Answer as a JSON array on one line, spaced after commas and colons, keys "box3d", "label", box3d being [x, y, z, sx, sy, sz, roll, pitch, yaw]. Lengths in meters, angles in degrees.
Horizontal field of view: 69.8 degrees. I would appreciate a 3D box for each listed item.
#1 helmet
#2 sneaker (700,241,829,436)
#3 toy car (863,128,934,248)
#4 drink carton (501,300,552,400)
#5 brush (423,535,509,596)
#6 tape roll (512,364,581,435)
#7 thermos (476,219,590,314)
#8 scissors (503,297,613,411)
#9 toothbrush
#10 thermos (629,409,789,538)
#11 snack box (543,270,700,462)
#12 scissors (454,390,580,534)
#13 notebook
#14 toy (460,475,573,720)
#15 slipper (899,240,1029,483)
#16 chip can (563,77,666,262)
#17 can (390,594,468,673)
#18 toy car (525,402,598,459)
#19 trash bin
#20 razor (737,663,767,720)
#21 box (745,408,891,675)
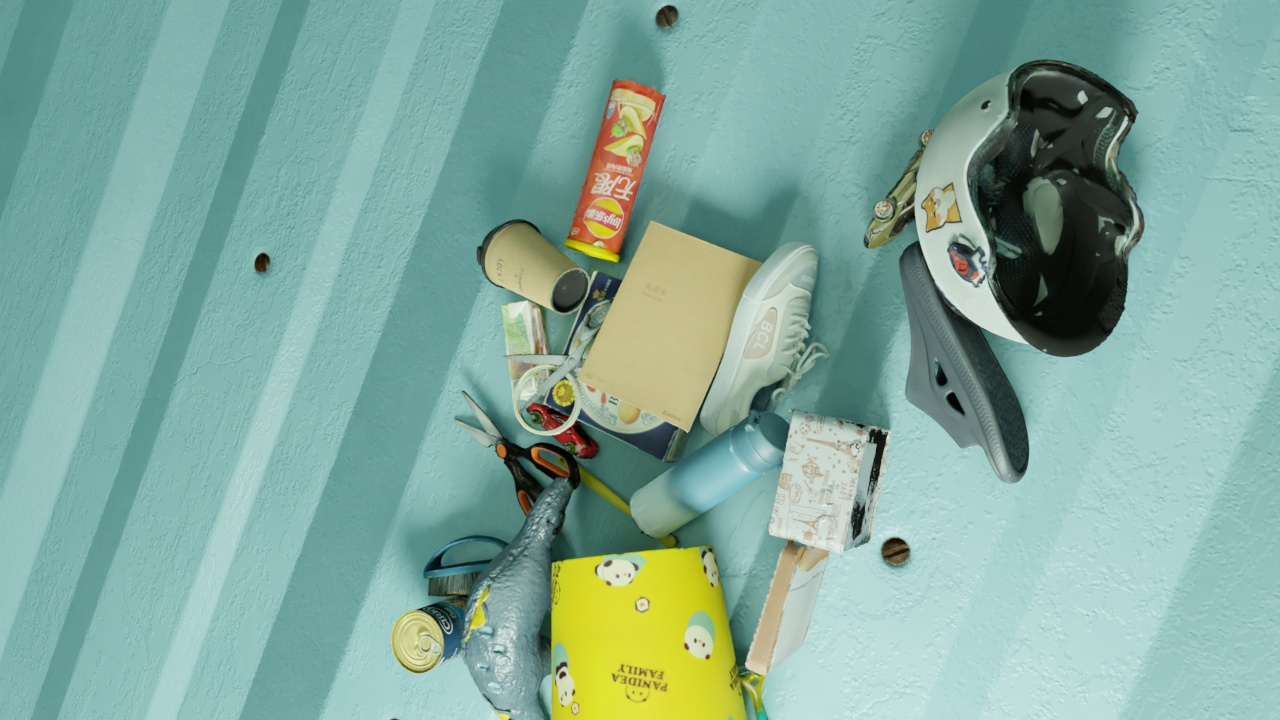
[{"box3d": [0.360, -0.145, 0.900, 0.157, 0.229, 0.274, 10, 112, 60], "label": "helmet"}, {"box3d": [0.153, -0.013, 1.021, 0.091, 0.089, 0.242, 29, 100, 38], "label": "sneaker"}, {"box3d": [0.295, -0.186, 0.992, 0.042, 0.070, 0.158, 38, 102, 20], "label": "toy car"}, {"box3d": [-0.142, -0.013, 1.167, 0.046, 0.053, 0.122, -9, 82, 18], "label": "drink carton"}, {"box3d": [-0.213, 0.261, 1.170, 0.144, 0.055, 0.073, -11, 84, 21], "label": "brush"}, {"box3d": [-0.114, 0.048, 1.115, 0.086, 0.014, 0.085, -2, 84, 15], "label": "tape roll"}, {"box3d": [-0.131, -0.113, 1.136, 0.143, 0.093, 0.093, 35, 99, 37], "label": "thermos"}, {"box3d": [-0.079, -0.004, 1.098, 0.181, 0.014, 0.159, 14, 84, 14], "label": "scissors"}, {"box3d": [-0.029, 0.170, 1.124, 0.190, 0.016, 0.016, 34, 99, 23], "label": "toothbrush"}, {"box3d": [0.078, 0.128, 1.015, 0.221, 0.070, 0.070, -39, 71, 38], "label": "thermos"}, {"box3d": [-0.007, 0.006, 1.113, 0.183, 0.045, 0.178, 23, 94, 22], "label": "snack box"}, {"box3d": [-0.153, 0.117, 1.160, 0.205, 0.021, 0.224, -31, 82, 43], "label": "scissors"}, {"box3d": [0.033, -0.042, 1.065, 0.149, 0.012, 0.211, 24, 87, 18], "label": "notebook"}, {"box3d": [-0.144, 0.310, 1.089, 0.091, 0.137, 0.356, 16, 101, 64], "label": "toy"}, {"box3d": [0.319, 0.007, 0.955, 0.084, 0.110, 0.268, -31, 69, 34], "label": "slipper"}, {"box3d": [-0.032, -0.233, 1.131, 0.073, 0.073, 0.216, 16, 91, 23], "label": "chip can"}, {"box3d": [-0.247, 0.340, 1.149, 0.075, 0.111, 0.075, -1, 86, 22], "label": "can"}, {"box3d": [-0.097, 0.084, 1.141, 0.106, 0.049, 0.031, 38, 98, 21], "label": "toy car"}, {"box3d": [0.003, 0.339, 0.991, 0.230, 0.229, 0.255, -11, 76, 21], "label": "trash bin"}, {"box3d": [0.138, 0.405, 1.025, 0.043, 0.028, 0.132, -12, 76, -10], "label": "razor"}, {"box3d": [0.182, 0.187, 0.947, 0.082, 0.177, 0.260, 13, 89, 24], "label": "box"}]
